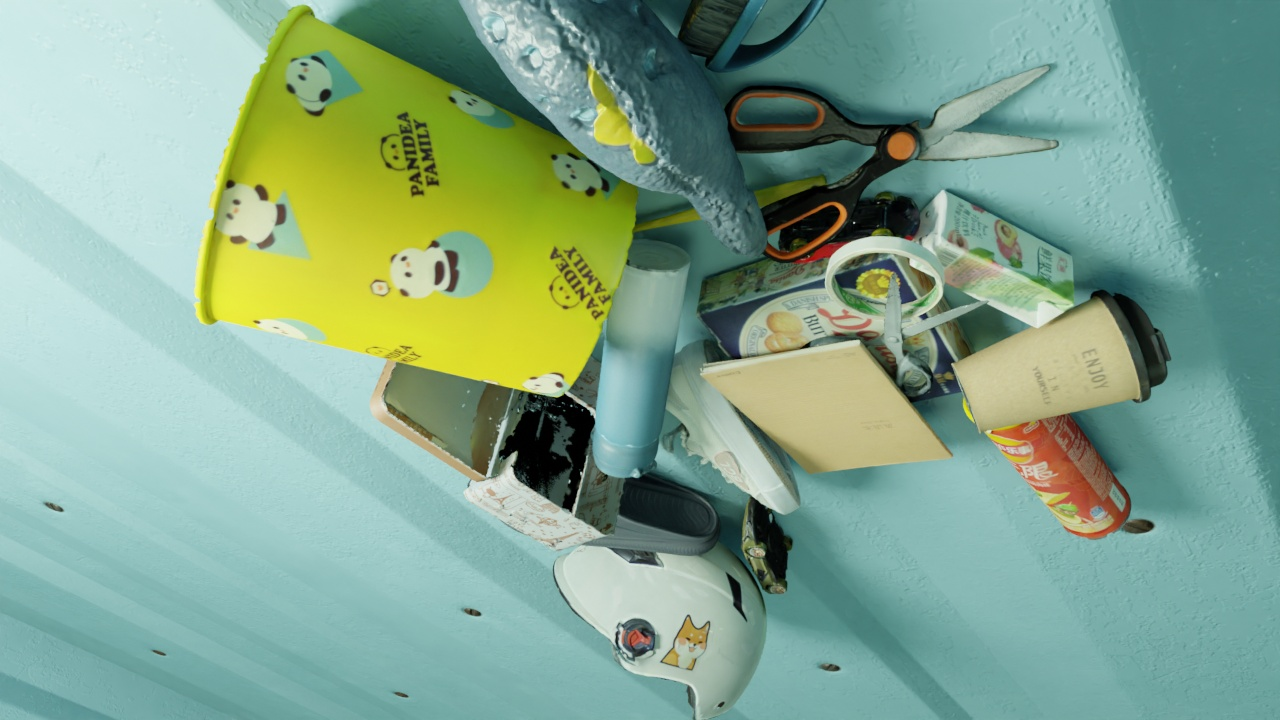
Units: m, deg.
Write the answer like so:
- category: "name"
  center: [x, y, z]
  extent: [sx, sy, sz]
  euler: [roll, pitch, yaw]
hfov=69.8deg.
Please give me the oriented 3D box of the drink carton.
- category: "drink carton"
  center: [0.265, -0.074, 0.695]
  extent: [0.122, 0.053, 0.046]
  euler: [24, 145, -13]

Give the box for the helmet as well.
- category: "helmet"
  center: [0.046, 0.280, 1.104]
  extent: [0.274, 0.230, 0.157]
  euler: [41, 98, -5]

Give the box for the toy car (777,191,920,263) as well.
- category: "toy car"
  center: [0.159, -0.099, 0.700]
  extent: [0.106, 0.049, 0.031]
  euler: [-6, 140, 23]

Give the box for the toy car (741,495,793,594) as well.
- category: "toy car"
  center: [0.146, 0.217, 1.086]
  extent: [0.042, 0.070, 0.158]
  euler: [-4, 136, 23]

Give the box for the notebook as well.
- category: "notebook"
  center: [0.172, 0.048, 0.830]
  extent: [0.150, 0.012, 0.211]
  euler: [-11, 143, 36]

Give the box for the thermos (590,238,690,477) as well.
- category: "thermos"
  center: [-0.005, 0.005, 0.806]
  extent: [0.070, 0.070, 0.221]
  euler: [11, 120, 3]

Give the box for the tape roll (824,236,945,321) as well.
- category: "tape roll"
  center: [0.182, -0.060, 0.687]
  extent: [0.086, 0.013, 0.086]
  euler: [12, 149, 7]

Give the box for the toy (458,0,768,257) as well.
- category: "toy"
  center: [-0.026, -0.181, 0.576]
  extent: [0.356, 0.138, 0.091]
  euler: [41, 94, -21]

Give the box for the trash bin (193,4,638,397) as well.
- category: "trash bin"
  center: [-0.153, -0.096, 0.670]
  extent: [0.255, 0.229, 0.230]
  euler: [19, 142, -15]

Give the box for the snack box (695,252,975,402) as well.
- category: "snack box"
  center: [0.171, -0.023, 0.795]
  extent: [0.183, 0.045, 0.178]
  euler: [-16, 134, 33]

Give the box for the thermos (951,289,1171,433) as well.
- category: "thermos"
  center: [0.327, 0.006, 0.724]
  extent: [0.143, 0.092, 0.093]
  euler: [-21, 133, 15]

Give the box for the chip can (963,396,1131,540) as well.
- category: "chip can"
  center: [0.380, 0.086, 0.847]
  extent: [0.073, 0.073, 0.216]
  euler: [-22, 130, 37]

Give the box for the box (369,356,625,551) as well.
- category: "box"
  center: [-0.125, 0.043, 0.862]
  extent: [0.082, 0.176, 0.260]
  euler: [-25, 130, 38]

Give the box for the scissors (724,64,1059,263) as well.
- category: "scissors"
  center: [0.163, -0.139, 0.645]
  extent: [0.224, 0.021, 0.205]
  euler: [20, 118, 6]

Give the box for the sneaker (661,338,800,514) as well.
- category: "sneaker"
  center: [0.080, 0.084, 0.916]
  extent: [0.091, 0.089, 0.242]
  euler: [-25, 126, 19]

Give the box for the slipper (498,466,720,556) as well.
- category: "slipper"
  center: [-0.034, 0.149, 1.040]
  extent: [0.268, 0.110, 0.083]
  euler: [11, 126, -5]

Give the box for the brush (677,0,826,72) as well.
- category: "brush"
  center: [0.078, -0.231, 0.553]
  extent: [0.073, 0.055, 0.144]
  euler: [25, 141, -10]

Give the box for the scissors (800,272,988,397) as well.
- category: "scissors"
  center: [0.202, -0.014, 0.728]
  extent: [0.159, 0.014, 0.182]
  euler: [33, 147, -34]

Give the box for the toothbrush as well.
- category: "toothbrush"
  center: [0.055, -0.122, 0.731]
  extent: [0.190, 0.016, 0.016]
  euler: [-9, 136, 25]
